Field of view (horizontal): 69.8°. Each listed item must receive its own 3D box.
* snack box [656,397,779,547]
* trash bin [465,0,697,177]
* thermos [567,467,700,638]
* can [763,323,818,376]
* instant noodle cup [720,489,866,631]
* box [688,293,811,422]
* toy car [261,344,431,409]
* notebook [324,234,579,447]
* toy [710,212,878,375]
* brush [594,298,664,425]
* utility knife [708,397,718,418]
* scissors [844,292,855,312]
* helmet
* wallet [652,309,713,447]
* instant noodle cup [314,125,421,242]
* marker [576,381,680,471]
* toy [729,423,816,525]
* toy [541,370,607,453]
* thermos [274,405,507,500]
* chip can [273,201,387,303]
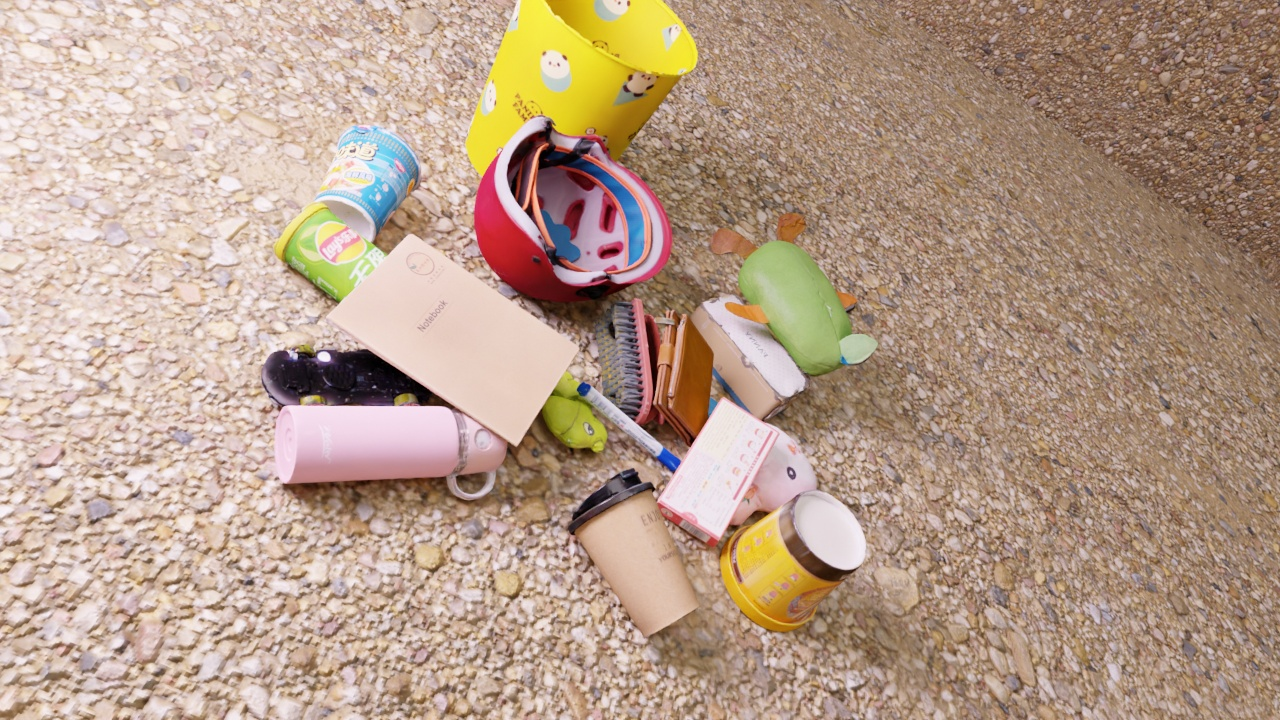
[{"bbox_3d":[0.085,0.119,1.000,0.077,0.027,0.155,32,57,6],"label":"snack box"},{"bbox_3d":[-0.091,-0.340,1.169,0.229,0.256,0.229,21,42,-21],"label":"trash bin"},{"bbox_3d":[-0.004,0.183,0.869,0.092,0.093,0.143,-16,70,-45],"label":"thermos"},{"bbox_3d":[0.201,-0.027,1.253,0.083,0.057,0.102,-1,53,-36],"label":"can"},{"bbox_3d":[0.162,0.202,0.954,0.118,0.115,0.118,21,41,-20],"label":"instant noodle cup"},{"bbox_3d":[0.130,-0.010,1.180,0.089,0.061,0.184,-19,63,-47],"label":"box"},{"bbox_3d":[-0.270,0.022,0.849,0.158,0.042,0.070,4,50,-37],"label":"toy car"},{"bbox_3d":[-0.173,-0.024,0.883,0.207,0.008,0.147,34,45,-5],"label":"notebook"},{"bbox_3d":[0.198,-0.083,1.194,0.226,0.090,0.246,-10,62,-30],"label":"toy"},{"bbox_3d":[-0.006,0.006,1.044,0.069,0.063,0.145,10,59,-30],"label":"brush"},{"bbox_3d":[0.067,0.048,1.106,0.218,0.018,0.034,35,51,-5],"label":"utility knife"},{"bbox_3d":[0.277,-0.082,1.395,0.143,0.019,0.179,41,40,3],"label":"scissors"},{"bbox_3d":[-0.093,-0.156,1.080,0.239,0.144,0.206,16,59,-39],"label":"helmet"},{"bbox_3d":[0.050,0.017,1.049,0.119,0.035,0.130,47,41,-43],"label":"wallet"},{"bbox_3d":[-0.301,-0.182,0.989,0.099,0.099,0.109,27,49,-15],"label":"instant noodle cup"},{"bbox_3d":[-0.012,0.072,0.995,0.146,0.017,0.016,41,37,-19],"label":"marker"},{"bbox_3d":[0.133,0.131,1.054,0.159,0.054,0.121,-20,66,-38],"label":"toy"},{"bbox_3d":[-0.075,0.054,0.979,0.096,0.031,0.099,31,35,-9],"label":"toy"},{"bbox_3d":[-0.218,0.084,0.821,0.198,0.067,0.087,4,82,-37],"label":"thermos"},{"bbox_3d":[-0.256,-0.064,0.920,0.221,0.073,0.072,38,39,-1],"label":"chip can"}]
